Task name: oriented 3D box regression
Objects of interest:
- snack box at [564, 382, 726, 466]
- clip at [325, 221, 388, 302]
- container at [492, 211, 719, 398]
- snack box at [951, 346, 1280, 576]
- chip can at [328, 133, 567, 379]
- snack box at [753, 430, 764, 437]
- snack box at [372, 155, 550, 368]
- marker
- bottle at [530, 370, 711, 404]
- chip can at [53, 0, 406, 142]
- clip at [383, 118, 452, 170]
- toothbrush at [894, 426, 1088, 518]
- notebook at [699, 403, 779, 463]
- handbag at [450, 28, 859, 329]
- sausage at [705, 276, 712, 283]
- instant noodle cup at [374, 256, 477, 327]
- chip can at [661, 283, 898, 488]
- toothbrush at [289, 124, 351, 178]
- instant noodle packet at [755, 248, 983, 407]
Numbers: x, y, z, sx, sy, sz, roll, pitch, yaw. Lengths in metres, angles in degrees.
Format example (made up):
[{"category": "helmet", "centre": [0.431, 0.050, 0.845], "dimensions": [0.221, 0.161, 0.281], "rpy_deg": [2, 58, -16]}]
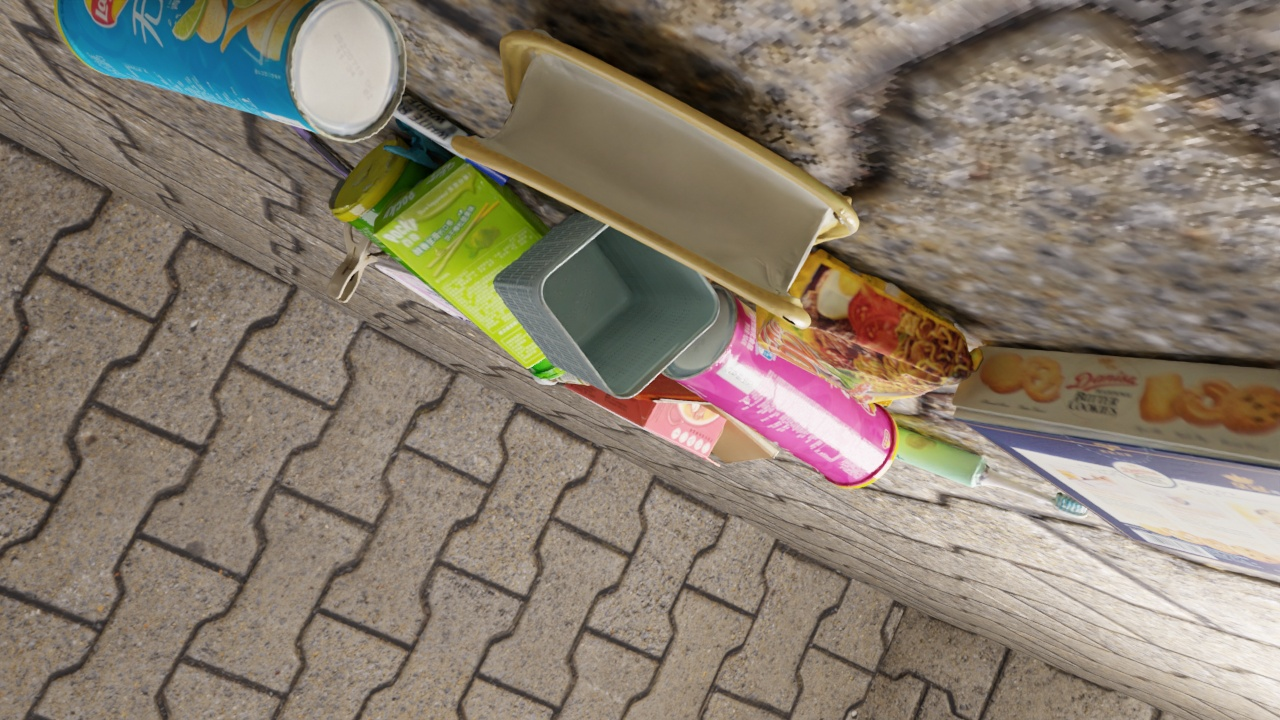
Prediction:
[{"category": "snack box", "centre": [0.011, 0.044, 0.857], "dimensions": [0.113, 0.044, 0.127], "rpy_deg": [24, 175, 42]}, {"category": "clip", "centre": [-0.285, -0.116, 0.921], "dimensions": [0.035, 0.102, 0.094], "rpy_deg": [25, 146, 16]}, {"category": "container", "centre": [-0.027, -0.040, 0.570], "dimensions": [0.090, 0.090, 0.111], "rpy_deg": [54, 163, -21]}, {"category": "snack box", "centre": [0.280, 0.057, 0.446], "dimensions": [0.182, 0.045, 0.178], "rpy_deg": [31, 170, -26]}, {"category": "chip can", "centre": [-0.124, -0.069, 0.693], "dimensions": [0.221, 0.072, 0.073], "rpy_deg": [42, 163, -35]}, {"category": "snack box", "centre": [0.106, 0.048, 0.910], "dimensions": [0.087, 0.033, 0.140], "rpy_deg": [32, 171, -30]}, {"category": "snack box", "centre": [-0.097, -0.065, 0.634], "dimensions": [0.156, 0.086, 0.026], "rpy_deg": [44, -158, -36]}, {"category": "marker", "centre": [-0.139, -0.150, 0.544], "dimensions": [0.145, 0.017, 0.017], "rpy_deg": [30, 170, -21]}, {"category": "bottle", "centre": [-0.004, 0.004, 0.745], "dimensions": [0.206, 0.059, 0.059], "rpy_deg": [0, 156, 36]}, {"category": "chip can", "centre": [-0.222, -0.171, 0.487], "dimensions": [0.210, 0.071, 0.071], "rpy_deg": [20, 169, 29]}, {"category": "clip", "centre": [-0.144, -0.140, 0.608], "dimensions": [0.015, 0.049, 0.057], "rpy_deg": [19, 174, 36]}, {"category": "toothbrush", "centre": [0.239, 0.078, 0.732], "dimensions": [0.225, 0.026, 0.027], "rpy_deg": [21, 147, 30]}, {"category": "notebook", "centre": [0.030, 0.033, 0.924], "dimensions": [0.211, 0.012, 0.150], "rpy_deg": [40, 165, -5]}, {"category": "handbag", "centre": [0.007, -0.083, 0.429], "dimensions": [0.163, 0.063, 0.178], "rpy_deg": [28, -175, -6]}, {"category": "sausage", "centre": [0.005, -0.058, 0.636], "dimensions": [0.021, 0.021, 0.165], "rpy_deg": [31, 169, -25]}, {"category": "instant noodle cup", "centre": [-0.151, -0.071, 0.874], "dimensions": [0.174, 0.060, 0.138], "rpy_deg": [20, 169, 41]}, {"category": "chip can", "centre": [0.101, 0.023, 0.651], "dimensions": [0.210, 0.071, 0.071], "rpy_deg": [33, 169, -39]}, {"category": "toothbrush", "centre": [-0.259, -0.169, 0.789], "dimensions": [0.014, 0.016, 0.189], "rpy_deg": [10, 162, 21]}, {"category": "instant noodle packet", "centre": [0.118, -0.013, 0.519], "dimensions": [0.111, 0.044, 0.128], "rpy_deg": [31, 171, 1]}]
